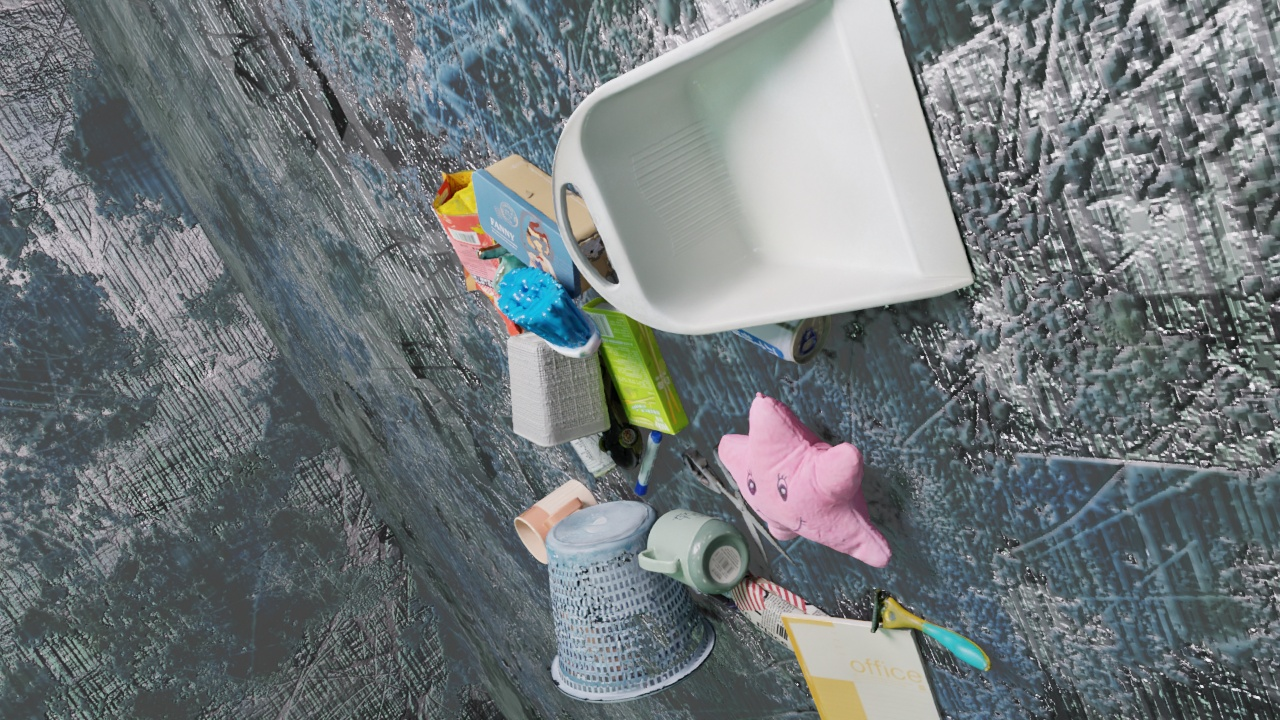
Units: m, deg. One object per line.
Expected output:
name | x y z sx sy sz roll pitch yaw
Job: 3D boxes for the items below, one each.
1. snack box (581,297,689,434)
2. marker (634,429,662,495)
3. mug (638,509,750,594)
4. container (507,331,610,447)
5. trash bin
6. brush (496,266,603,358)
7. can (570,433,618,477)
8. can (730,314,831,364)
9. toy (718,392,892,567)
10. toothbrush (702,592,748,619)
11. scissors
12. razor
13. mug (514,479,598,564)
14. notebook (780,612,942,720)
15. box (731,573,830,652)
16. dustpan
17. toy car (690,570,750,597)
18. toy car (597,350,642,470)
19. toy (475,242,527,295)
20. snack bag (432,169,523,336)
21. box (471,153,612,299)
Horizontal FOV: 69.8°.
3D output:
snack box | -0.006 0.006 1.014 0.086 0.026 0.156 10 128 54
marker | 0.009 0.128 1.133 0.017 0.016 0.146 44 151 21
mug | 0.057 0.222 1.051 0.106 0.111 0.082 4 101 63
container | -0.095 0.025 1.038 0.090 0.090 0.114 16 116 55
trash bin | -0.030 0.300 1.202 0.227 0.226 0.195 6 113 56
brush | -0.112 -0.058 0.994 0.109 0.060 0.314 42 176 -28
can | -0.074 0.073 1.162 0.146 0.058 0.058 58 153 -4
can | 0.092 -0.046 0.771 0.135 0.053 0.053 32 144 38
toy | 0.136 0.102 0.841 0.195 0.074 0.178 6 125 57
toothbrush | 0.107 0.291 1.101 0.189 0.014 0.017 29 134 9
scissors | 0.107 0.156 1.013 0.159 0.014 0.178 32 146 37
razor | 0.268 0.253 0.844 0.133 0.028 0.043 15 101 55
mug | -0.117 0.232 1.352 0.081 0.105 0.115 51 152 9
notebook | 0.242 0.351 0.966 0.146 0.010 0.206 -4 118 38
box | 0.173 0.289 1.025 0.164 0.055 0.070 29 156 33
dustpan | 0.060 -0.117 0.654 0.258 0.142 0.223 7 126 57
toy car | 0.096 0.267 1.129 0.054 0.036 0.121 59 149 -6
toy car | -0.041 0.059 1.109 0.070 0.042 0.158 -20 96 60
toy | -0.153 -0.116 1.070 0.030 0.096 0.092 38 129 31
snack bag | -0.199 -0.129 1.143 0.128 0.073 0.208 43 156 33
box | -0.108 -0.147 0.974 0.184 0.060 0.090 35 147 30
